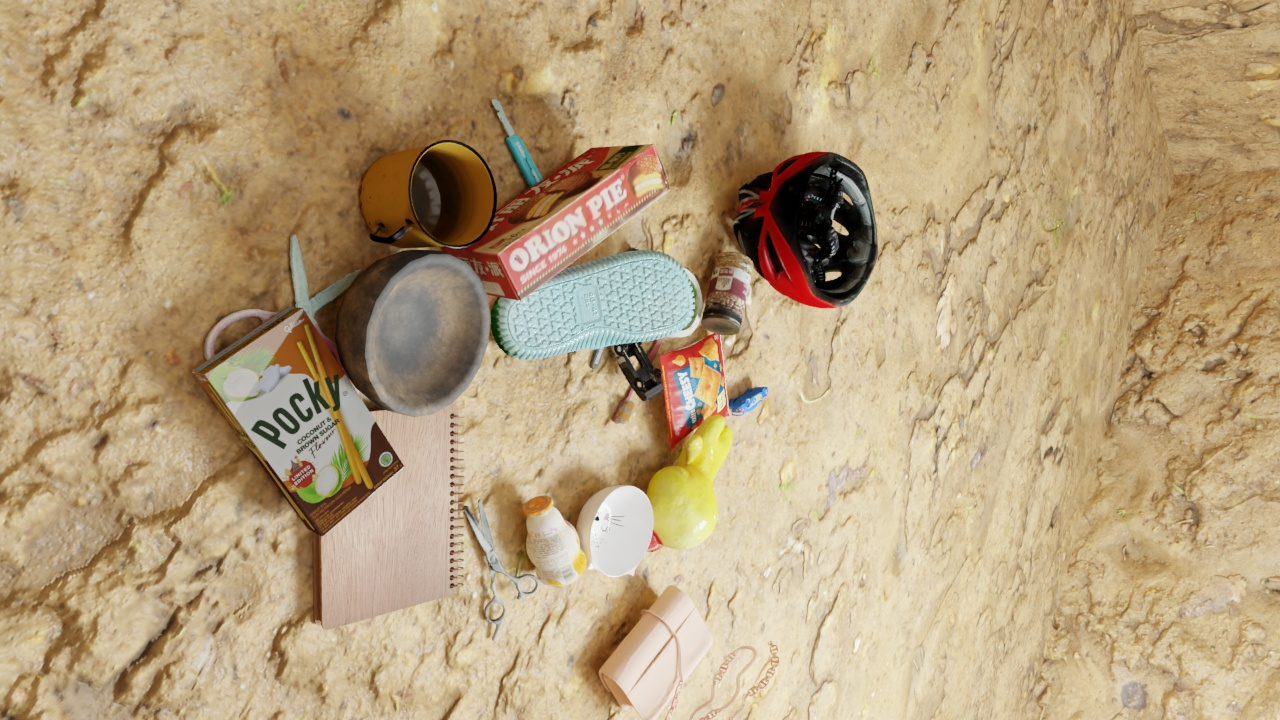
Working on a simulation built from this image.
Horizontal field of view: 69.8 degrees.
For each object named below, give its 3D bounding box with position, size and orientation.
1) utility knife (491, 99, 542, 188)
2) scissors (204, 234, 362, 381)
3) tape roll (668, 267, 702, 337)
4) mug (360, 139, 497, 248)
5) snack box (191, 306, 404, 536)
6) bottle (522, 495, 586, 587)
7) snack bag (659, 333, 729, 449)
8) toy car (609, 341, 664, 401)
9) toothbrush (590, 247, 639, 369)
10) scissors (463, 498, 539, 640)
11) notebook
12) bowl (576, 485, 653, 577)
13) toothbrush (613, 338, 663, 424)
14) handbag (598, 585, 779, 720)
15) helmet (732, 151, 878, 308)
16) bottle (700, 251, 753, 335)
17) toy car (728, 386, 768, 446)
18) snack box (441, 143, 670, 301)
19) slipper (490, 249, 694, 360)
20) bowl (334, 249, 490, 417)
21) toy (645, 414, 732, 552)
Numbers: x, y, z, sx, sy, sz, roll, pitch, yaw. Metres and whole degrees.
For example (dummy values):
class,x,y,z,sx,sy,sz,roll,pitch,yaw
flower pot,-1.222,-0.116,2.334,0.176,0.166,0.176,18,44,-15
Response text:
class,x,y,z,sx,sy,sz,roll,pitch,yaw
utility knife,-0.133,-0.225,1.033,0.022,0.015,0.149,-44,123,-26
scissors,-0.325,-0.030,0.850,0.174,0.013,0.170,-16,107,-45
tape roll,0.048,-0.078,1.237,0.093,0.018,0.094,2,88,-47
mug,-0.216,-0.151,0.892,0.123,0.094,0.100,-51,127,-32
snack box,-0.307,0.056,0.839,0.100,0.032,0.186,-43,122,-32
bottle,-0.105,0.212,1.080,0.063,0.063,0.109,-37,121,-38
snack bag,0.075,0.038,1.269,0.143,0.039,0.131,-23,111,-48
toy car,-0.007,0.007,1.172,0.040,0.037,0.092,-30,90,-40
toothbrush,-0.033,-0.067,1.162,0.013,0.013,0.167,30,76,-45
scissors,-0.175,0.240,1.045,0.120,0.014,0.160,-49,116,-11
notebook,-0.254,0.153,0.945,0.168,0.022,0.210,-4,98,-46
bowl,-0.040,0.211,1.159,0.114,0.051,0.115,-7,100,-46
toothbrush,0.010,0.005,1.215,0.015,0.016,0.184,45,61,-37
handbag,0.068,0.395,1.197,0.198,0.187,0.117,-46,133,-28
helmet,0.252,-0.187,1.338,0.271,0.167,0.217,19,81,-47
bottle,0.122,-0.094,1.281,0.056,0.056,0.105,35,61,-44
toy car,0.162,0.081,1.369,0.091,0.033,0.062,-27,107,-42
snack box,-0.088,-0.155,0.998,0.235,0.113,0.060,-40,122,-28
slipper,-0.058,-0.066,1.098,0.275,0.070,0.116,-15,105,-30
bowl,-0.227,-0.031,0.896,0.161,0.070,0.162,-28,125,-49
toy,0.069,0.172,1.243,0.134,0.092,0.207,50,56,-53
